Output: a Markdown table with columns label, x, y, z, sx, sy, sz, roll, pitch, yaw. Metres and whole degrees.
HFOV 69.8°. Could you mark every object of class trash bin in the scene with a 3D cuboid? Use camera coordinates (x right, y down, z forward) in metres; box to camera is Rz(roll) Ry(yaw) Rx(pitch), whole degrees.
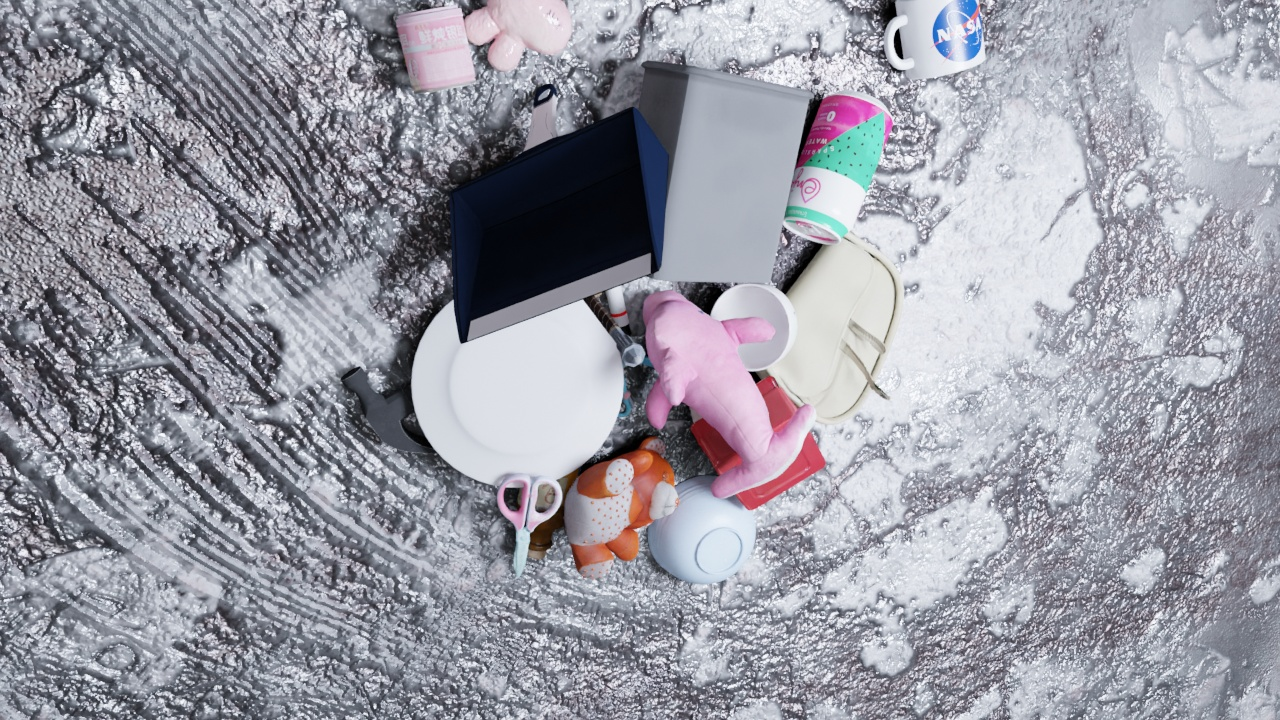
| label | x | y | z | sx | sy | sz | roll | pitch | yaw |
| --- | --- | --- | --- | --- | --- | --- | --- | --- | --- |
| trash bin | 0.080 | -0.205 | 1.027 | 0.191 | 0.098 | 0.220 | -3 | 110 | -38 |

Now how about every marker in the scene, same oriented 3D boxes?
| label | x | y | z | sx | sy | sz | roll | pitch | yaw |
| --- | --- | --- | --- | --- | --- | --- | --- | --- | --- |
| marker | -0.031 | -0.076 | 1.098 | 0.019 | 0.019 | 0.146 | -18 | 112 | -13 |

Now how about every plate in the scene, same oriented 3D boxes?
| label | x | y | z | sx | sy | sz | roll | pitch | yaw |
| --- | --- | --- | --- | --- | --- | --- | --- | --- | --- |
| plate | -0.136 | 0.027 | 1.045 | 0.242 | 0.016 | 0.242 | -1 | 95 | -14 |

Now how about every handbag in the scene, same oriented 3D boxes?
| label | x | y | z | sx | sy | sz | roll | pitch | yaw |
| --- | --- | --- | --- | --- | --- | --- | --- | --- | --- |
| handbag | 0.243 | -0.042 | 1.151 | 0.184 | 0.132 | 0.229 | 33 | 93 | -18 |

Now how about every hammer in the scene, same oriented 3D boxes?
| label | x | y | z | sx | sy | sz | roll | pitch | yaw |
| --- | --- | --- | --- | --- | --- | --- | --- | --- | --- |
| hammer | -0.177 | -0.008 | 1.063 | 0.305 | 0.040 | 0.132 | -33 | 112 | -7 |
| hammer | -0.055 | -0.066 | 0.924 | 0.098 | 0.322 | 0.044 | -10 | 118 | -16 |

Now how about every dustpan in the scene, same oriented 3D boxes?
| label | x | y | z | sx | sy | sz | roll | pitch | yaw |
| --- | --- | --- | --- | --- | --- | --- | --- | --- | --- |
| dustpan | -0.094 | -0.175 | 0.941 | 0.237 | 0.272 | 0.080 | -18 | 135 | 25 |

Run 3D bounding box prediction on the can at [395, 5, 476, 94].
| label | x | y | z | sx | sy | sz | roll | pitch | yaw |
| --- | --- | --- | --- | --- | --- | --- | --- | --- | --- |
| can | -0.207 | -0.316 | 0.932 | 0.067 | 0.067 | 0.076 | -15 | 112 | -14 |

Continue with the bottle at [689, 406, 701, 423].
| label | x | y | z | sx | sy | sz | roll | pitch | yaw |
| --- | --- | --- | --- | --- | --- | --- | --- | --- | --- |
| bottle | 0.082 | 0.013 | 1.148 | 0.051 | 0.051 | 0.146 | -14 | 111 | -15 |

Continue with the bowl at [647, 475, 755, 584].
| label | x | y | z | sx | sy | sz | roll | pitch | yaw |
| --- | --- | --- | --- | --- | --- | --- | --- | --- | --- |
| bowl | 0.091 | 0.236 | 1.212 | 0.150 | 0.075 | 0.151 | -6 | 110 | -17 |

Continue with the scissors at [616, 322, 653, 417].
| label | x | y | z | sx | sy | sz | roll | pitch | yaw |
| --- | --- | --- | --- | --- | --- | --- | --- | --- | --- |
| scissors | -0.005 | 0.006 | 1.127 | 0.125 | 0.015 | 0.136 | -21 | 130 | -18 |

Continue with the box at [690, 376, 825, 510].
| label | x | y | z | sx | sy | sz | roll | pitch | yaw |
| --- | --- | --- | --- | --- | --- | --- | --- | --- | --- |
| box | 0.144 | 0.104 | 1.150 | 0.129 | 0.086 | 0.158 | -31 | 142 | 4 |

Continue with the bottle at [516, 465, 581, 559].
| label | x | y | z | sx | sy | sz | roll | pitch | yaw |
| --- | --- | --- | --- | --- | --- | --- | --- | --- | --- |
| bottle | -0.115 | 0.167 | 1.122 | 0.067 | 0.068 | 0.157 | 8 | 104 | -21 |

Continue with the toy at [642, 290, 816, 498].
| label | x | y | z | sx | sy | sz | roll | pitch | yaw |
| --- | --- | --- | --- | --- | --- | --- | --- | --- | --- |
| toy | 0.070 | 0.024 | 1.039 | 0.187 | 0.265 | 0.127 | -42 | 161 | 18 |

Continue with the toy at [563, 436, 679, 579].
| label | x | y | z | sx | sy | sz | roll | pitch | yaw |
| --- | --- | --- | --- | --- | --- | --- | --- | --- | --- |
| toy | -0.015 | 0.172 | 1.121 | 0.172 | 0.093 | 0.164 | -21 | 125 | -51 |

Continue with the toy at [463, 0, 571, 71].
| label | x | y | z | sx | sy | sz | roll | pitch | yaw |
| --- | --- | --- | --- | --- | --- | --- | --- | --- | --- |
| toy | -0.130 | -0.356 | 0.957 | 0.105 | 0.053 | 0.108 | -39 | 118 | 13 |

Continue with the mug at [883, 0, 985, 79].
| label | x | y | z | sx | sy | sz | roll | pitch | yaw |
| --- | --- | --- | --- | --- | --- | --- | --- | --- | --- |
| mug | 0.342 | -0.387 | 1.086 | 0.121 | 0.091 | 0.090 | -21 | 113 | -11 |

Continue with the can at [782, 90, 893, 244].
| label | x | y | z | sx | sy | sz | roll | pitch | yaw |
| --- | --- | --- | --- | --- | --- | --- | --- | --- | --- |
| can | 0.231 | -0.228 | 1.085 | 0.088 | 0.088 | 0.166 | 23 | 86 | -24 |

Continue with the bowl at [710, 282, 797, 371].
| label | x | y | z | sx | sy | sz | roll | pitch | yaw |
| --- | --- | --- | --- | --- | --- | --- | --- | --- | --- |
| bowl | 0.140 | -0.043 | 1.103 | 0.054 | 0.105 | 0.105 | -21 | 122 | -59 |

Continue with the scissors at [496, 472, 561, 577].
| label | x | y | z | sx | sy | sz | roll | pitch | yaw |
| --- | --- | --- | --- | --- | --- | --- | --- | --- | --- |
| scissors | -0.135 | 0.201 | 1.088 | 0.076 | 0.017 | 0.174 | 5 | 124 | -9 |
